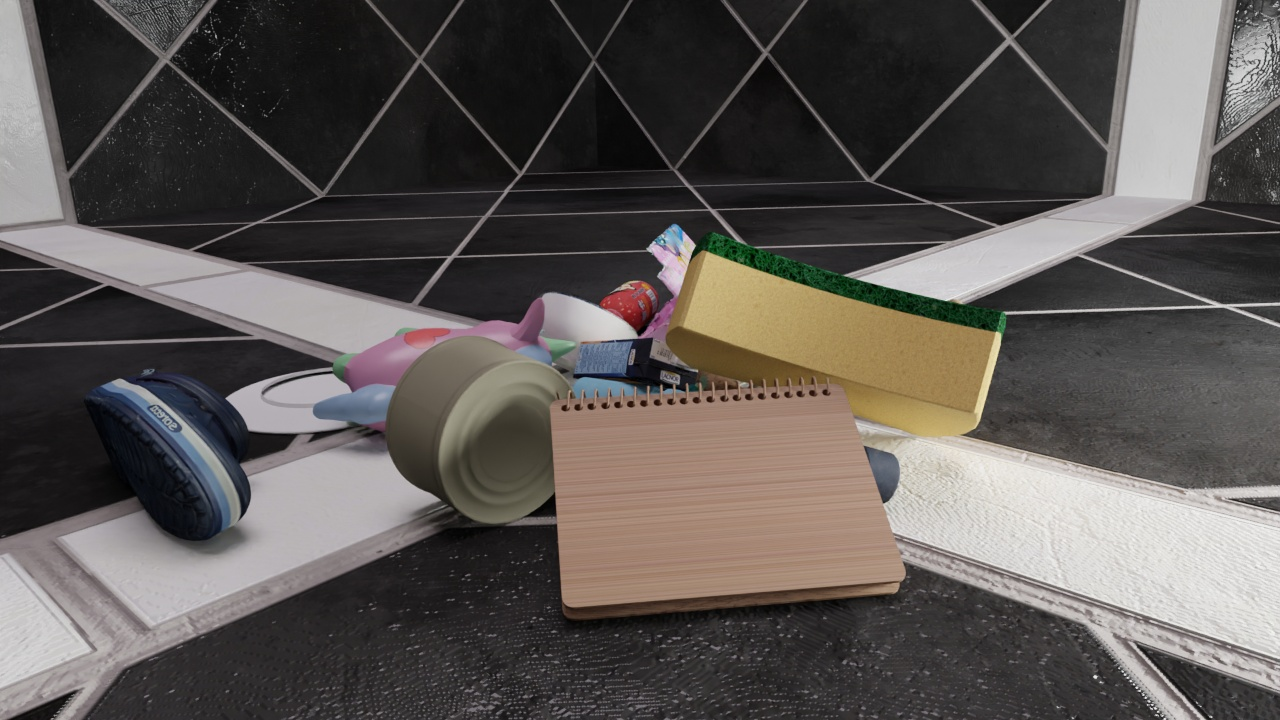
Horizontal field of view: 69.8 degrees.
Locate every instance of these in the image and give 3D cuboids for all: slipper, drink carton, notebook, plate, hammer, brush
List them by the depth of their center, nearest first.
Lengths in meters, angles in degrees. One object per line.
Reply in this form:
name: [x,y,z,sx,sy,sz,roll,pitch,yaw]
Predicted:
notebook: [0.049,0.082,0.608,0.210,0.022,0.168,-3,49,-6]
slipper: [-0.365,0.057,0.722,0.095,0.105,0.253,-25,25,-37]
brush: [0.150,-0.013,0.746,0.250,0.075,0.195,17,-7,8]
hammer: [0.098,0.046,0.811,0.129,0.040,0.322,15,8,-14]
drink carton: [-0.005,0.005,0.896,0.064,0.040,0.130,16,-10,-34]
plate: [-0.330,0.032,0.958,0.208,0.015,0.208,-1,17,0]

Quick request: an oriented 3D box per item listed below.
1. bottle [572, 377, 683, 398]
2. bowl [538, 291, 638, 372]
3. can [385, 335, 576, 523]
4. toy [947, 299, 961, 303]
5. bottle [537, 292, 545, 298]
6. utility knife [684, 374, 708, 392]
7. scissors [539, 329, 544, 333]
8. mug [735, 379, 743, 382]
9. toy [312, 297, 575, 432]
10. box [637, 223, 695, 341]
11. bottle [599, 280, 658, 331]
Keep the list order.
bottle: [-0.001,0.042,0.856,0.130,0.040,0.040,7,19,24]
bowl: [-0.065,-0.022,0.996,0.113,0.063,0.113,22,-12,5]
can: [-0.115,0.051,0.687,0.127,0.128,0.073,-15,24,-39]
toy: [0.253,0.006,0.884,0.108,0.134,0.106,-34,50,-13]
bottle: [-0.129,-0.064,1.223,0.036,0.036,0.109,0,17,4]
utility knife: [0.033,0.050,0.796,0.022,0.015,0.124,37,46,-5]
scissors: [-0.177,-0.008,0.993,0.105,0.016,0.179,-30,15,-37]
mug: [0.127,-0.023,0.969,0.120,0.100,0.096,33,34,11]
toy: [-0.182,0.015,0.861,0.171,0.120,0.221,7,23,38]
box: [0.029,-0.090,1.137,0.086,0.105,0.230,-40,6,20]
bottle: [-0.022,-0.061,1.164,0.062,0.062,0.137,4,16,16]
